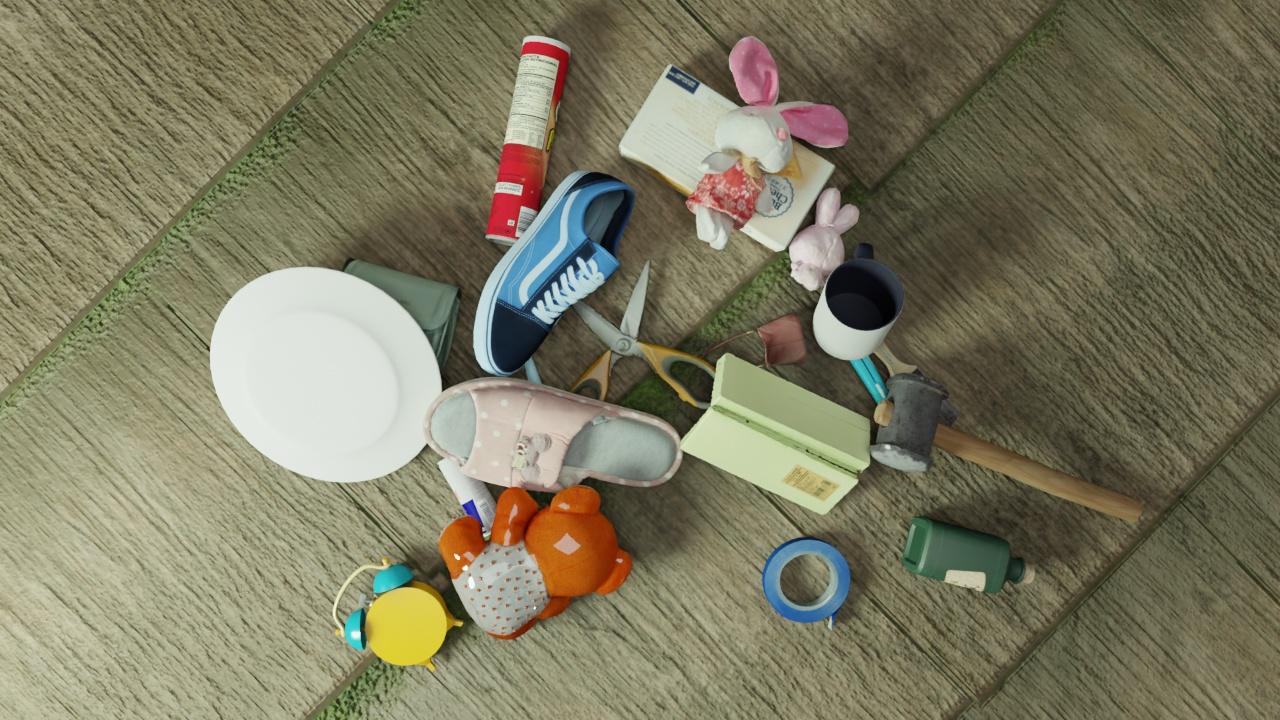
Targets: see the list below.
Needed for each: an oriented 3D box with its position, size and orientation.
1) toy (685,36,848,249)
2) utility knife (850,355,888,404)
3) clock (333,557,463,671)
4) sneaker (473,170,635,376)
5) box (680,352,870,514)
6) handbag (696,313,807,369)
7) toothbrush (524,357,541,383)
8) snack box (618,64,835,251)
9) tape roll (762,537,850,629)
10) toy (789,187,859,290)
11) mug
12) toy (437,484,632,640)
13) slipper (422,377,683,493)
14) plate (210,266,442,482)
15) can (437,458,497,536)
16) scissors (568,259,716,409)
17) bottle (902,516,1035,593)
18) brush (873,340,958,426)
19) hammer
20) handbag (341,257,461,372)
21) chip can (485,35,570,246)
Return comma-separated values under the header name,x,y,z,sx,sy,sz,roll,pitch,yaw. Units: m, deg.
name,x,y,z,sx,sy,sz,roll,pitch,yaw
toy,0.109,-0.203,0.912,0.159,0.084,0.194,33,88,-30
utility knife,0.271,0.044,1.010,0.022,0.015,0.162,-34,94,-10
clock,-0.260,0.273,0.979,0.129,0.044,0.099,33,89,-9
sneaker,-0.083,-0.088,0.937,0.083,0.098,0.241,37,80,-44
box,0.150,0.080,0.968,0.188,0.066,0.127,27,91,-13
handbag,0.118,-0.011,1.000,0.119,0.029,0.055,-14,92,3
toothbrush,-0.120,0.006,0.994,0.022,0.016,0.155,-17,91,7
snack box,0.090,-0.213,0.981,0.208,0.057,0.104,31,89,-1
tape roll,0.181,0.240,1.004,0.093,0.016,0.091,19,89,-2
toy,0.195,-0.129,0.989,0.063,0.047,0.110,31,86,-33
mug,0.227,-0.067,0.961,0.079,0.097,0.111,8,74,6
toy,-0.106,0.206,0.954,0.172,0.093,0.164,-25,110,-3
slipper,-0.087,0.085,0.952,0.274,0.054,0.114,9,112,-11
plate,-0.324,0.023,0.939,0.242,0.016,0.243,2,113,4
can,-0.181,0.142,0.984,0.032,0.032,0.095,-30,91,-2
scissors,-0.007,0.005,0.993,0.230,0.016,0.225,21,91,2
bottle,0.358,0.214,0.988,0.131,0.061,0.061,15,87,-2
brush,0.292,0.021,1.010,0.039,0.012,0.151,-42,92,-2
hammer,0.398,0.112,0.985,0.328,0.052,0.098,22,73,-10
handbag,-0.261,-0.043,0.965,0.122,0.067,0.106,14,88,-2
chip can,-0.120,-0.230,0.977,0.052,0.052,0.214,11,90,-2
